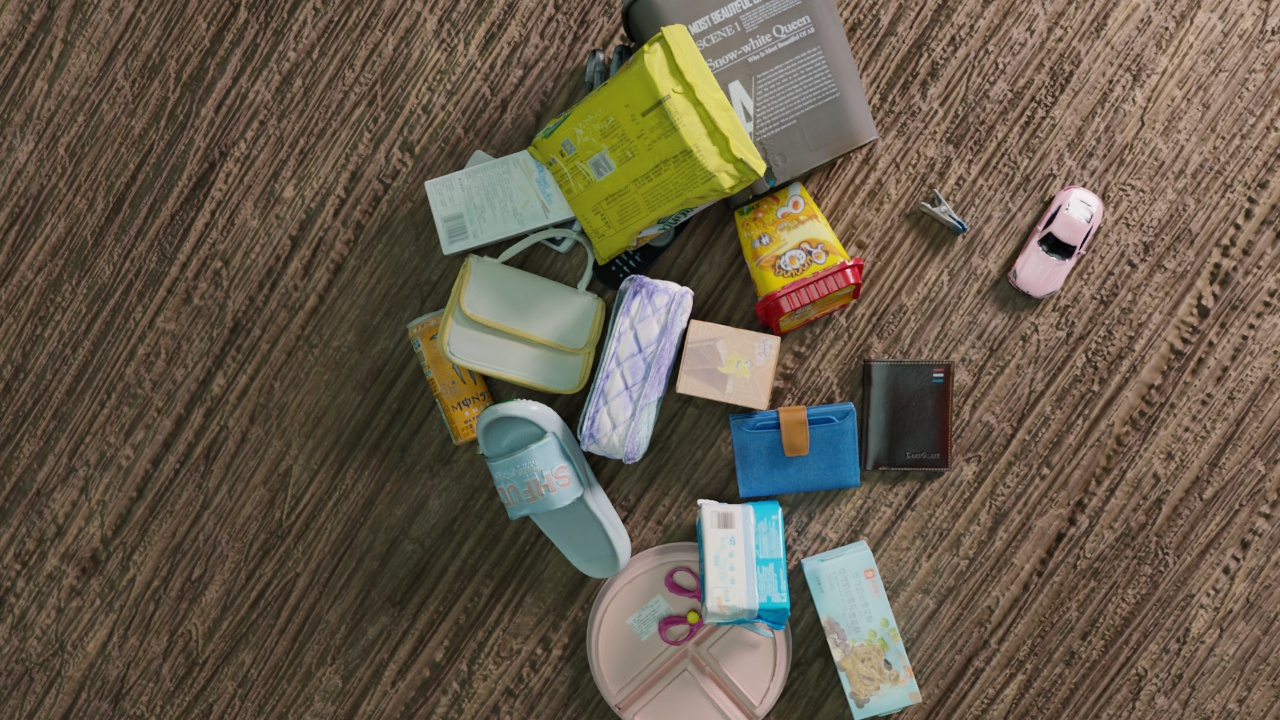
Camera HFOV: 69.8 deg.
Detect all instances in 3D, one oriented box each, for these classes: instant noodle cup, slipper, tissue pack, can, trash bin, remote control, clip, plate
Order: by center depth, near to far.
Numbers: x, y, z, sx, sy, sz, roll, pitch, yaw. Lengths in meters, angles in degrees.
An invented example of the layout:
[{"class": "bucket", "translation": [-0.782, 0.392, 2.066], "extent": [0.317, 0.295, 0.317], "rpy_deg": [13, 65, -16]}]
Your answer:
[{"class": "trash bin", "translation": [0.115, -0.282, 0.913], "extent": [0.199, 0.198, 0.220], "rpy_deg": [-24, 94, 6]}, {"class": "instant noodle cup", "translation": [0.157, -0.107, 0.953], "extent": [0.116, 0.116, 0.123], "rpy_deg": [-24, 77, 6]}, {"class": "slipper", "translation": [-0.096, 0.145, 0.960], "extent": [0.104, 0.074, 0.245], "rpy_deg": [-16, 117, 34]}, {"class": "tissue pack", "translation": [0.106, 0.212, 0.965], "extent": [0.090, 0.063, 0.139], "rpy_deg": [0, 63, -3]}, {"class": "clip", "translation": [0.321, -0.154, 0.972], "extent": [0.029, 0.024, 0.057], "rpy_deg": [-42, 83, 2]}, {"class": "remote control", "translation": [0.003, -0.131, 1.001], "extent": [0.053, 0.024, 0.136], "rpy_deg": [44, 82, 4]}, {"class": "plate", "translation": [0.052, 0.316, 1.012], "extent": [0.229, 0.028, 0.229], "rpy_deg": [0, 91, 7]}, {"class": "can", "translation": [-0.206, 0.019, 1.016], "extent": [0.058, 0.058, 0.146], "rpy_deg": [-23, 89, 6]}, {"class": "remote control", "translation": [-0.132, -0.176, 1.022], "extent": [0.150, 0.021, 0.058], "rpy_deg": [29, 94, 6]}]

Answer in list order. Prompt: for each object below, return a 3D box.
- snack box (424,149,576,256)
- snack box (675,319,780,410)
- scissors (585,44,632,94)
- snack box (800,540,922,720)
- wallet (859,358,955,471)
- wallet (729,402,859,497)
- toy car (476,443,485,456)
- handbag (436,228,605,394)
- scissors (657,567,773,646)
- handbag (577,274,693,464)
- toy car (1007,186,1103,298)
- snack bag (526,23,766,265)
[{"class": "snack box", "translation": [-0.150, -0.175, 0.998], "extent": [0.157, 0.027, 0.084], "rpy_deg": [-16, 89, 7]}, {"class": "snack box", "translation": [0.093, 0.003, 0.966], "extent": [0.094, 0.092, 0.077], "rpy_deg": [11, 92, 6]}, {"class": "scissors", "translation": [-0.041, -0.260, 0.988], "extent": [0.014, 0.160, 0.173], "rpy_deg": [0, 59, -29]}, {"class": "snack box", "translation": [0.234, 0.286, 0.978], "extent": [0.074, 0.051, 0.175], "rpy_deg": [-19, 90, 7]}, {"class": "wallet", "translation": [0.286, 0.059, 0.985], "extent": [0.096, 0.020, 0.122], "rpy_deg": [1, 94, 6]}, {"class": "wallet", "translation": [0.165, 0.096, 0.977], "extent": [0.133, 0.040, 0.106], "rpy_deg": [-6, 115, 6]}, {"class": "toy car", "translation": [-0.137, 0.093, 1.020], "extent": [0.090, 0.042, 0.035], "rpy_deg": [-8, 79, 5]}, {"class": "handbag", "translation": [-0.117, -0.062, 0.979], "extent": [0.163, 0.063, 0.178], "rpy_deg": [18, 88, -18]}, {"class": "scissors", "translation": [0.082, 0.261, 0.987], "extent": [0.136, 0.017, 0.105], "rpy_deg": [-11, 84, 2]}, {"class": "handbag", "translation": [-0.006, 0.005, 0.956], "extent": [0.075, 0.134, 0.194], "rpy_deg": [19, 93, 9]}, {"class": "toy car", "translation": [0.433, -0.122, 0.954], "extent": [0.056, 0.037, 0.122], "rpy_deg": [30, 95, 6]}, {"class": "snack bag", "translation": [-0.007, -0.195, 0.876], "extent": [0.068, 0.247, 0.158], "rpy_deg": [-38, 100, -38]}]
